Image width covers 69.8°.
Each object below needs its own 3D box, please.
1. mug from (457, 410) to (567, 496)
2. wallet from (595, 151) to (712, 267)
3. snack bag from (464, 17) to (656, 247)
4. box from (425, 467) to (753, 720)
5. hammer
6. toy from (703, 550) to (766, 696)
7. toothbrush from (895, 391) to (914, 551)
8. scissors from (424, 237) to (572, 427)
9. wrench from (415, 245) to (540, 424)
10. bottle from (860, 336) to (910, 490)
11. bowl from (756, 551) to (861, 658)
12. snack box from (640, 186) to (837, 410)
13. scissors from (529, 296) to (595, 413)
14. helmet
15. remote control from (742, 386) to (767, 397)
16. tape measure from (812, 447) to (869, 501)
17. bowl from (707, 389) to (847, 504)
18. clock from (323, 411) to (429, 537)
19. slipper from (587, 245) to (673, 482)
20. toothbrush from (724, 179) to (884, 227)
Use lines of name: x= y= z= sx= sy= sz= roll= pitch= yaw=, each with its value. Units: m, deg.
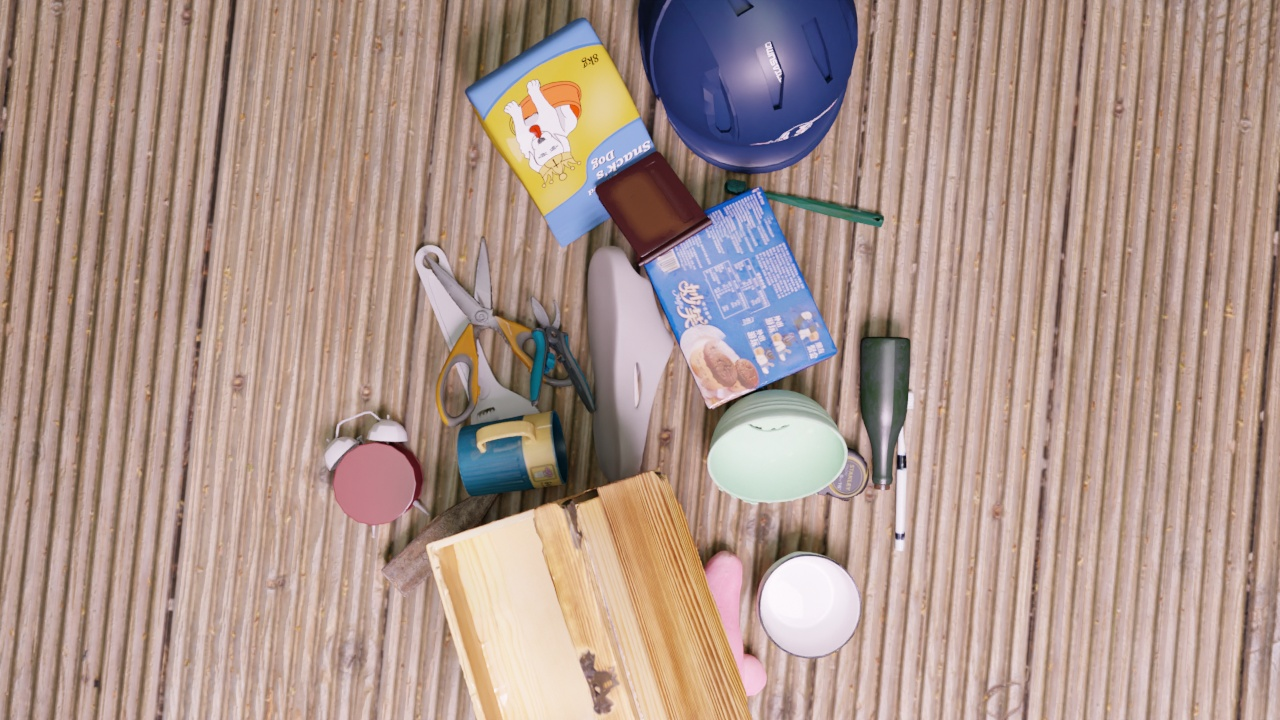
mug: x=-0.141 y=0.095 z=0.992 sx=0.107 sy=0.114 sz=0.083 roll=-8 pitch=64 yaw=4
wallet: x=0.011 y=-0.168 z=1.011 sx=0.091 sy=0.018 sz=0.115 roll=-31 pitch=64 yaw=-2
snack bag: x=-0.078 y=-0.252 z=1.033 sx=0.159 sy=0.102 sz=0.205 roll=-33 pitch=111 yaw=-1
box: x=-0.031 y=0.254 z=0.823 sx=0.284 sy=0.324 sz=0.279 roll=-18 pitch=82 yaw=-5
hammer: x=-0.134 y=0.292 z=1.045 sx=0.158 sy=0.037 sz=0.301 roll=-43 pitch=90 yaw=-1
toy: x=0.058 y=0.324 z=1.023 sx=0.192 sy=0.097 sz=0.236 roll=23 pitch=77 yaw=-5
toothbrush: x=0.306 y=0.128 z=1.065 sx=0.017 sy=0.012 sz=0.186 roll=2 pitch=89 yaw=-4
scissors: x=-0.164 y=-0.031 z=1.047 sx=0.216 sy=0.016 sz=0.225 roll=7 pitch=76 yaw=-13
wrench: x=-0.188 y=-0.009 z=1.060 sx=0.086 sy=0.018 sz=0.273 roll=-21 pitch=88 yaw=-1
bottle: x=0.277 y=0.060 z=1.045 sx=0.055 sy=0.055 sz=0.174 roll=1 pitch=90 yaw=-1
bowl: x=0.184 y=0.270 z=1.034 sx=0.116 sy=0.065 sz=0.116 roll=0 pitch=89 yaw=-1
snack box: x=0.105 y=-0.067 z=1.026 sx=0.155 sy=0.069 sz=0.202 roll=-24 pitch=83 yaw=1
scissors: x=-0.091 y=0.002 z=1.030 sx=0.124 sy=0.153 sz=0.019 roll=39 pitch=133 yaw=-23
helmet: x=0.129 y=-0.329 z=0.993 sx=0.232 sy=0.223 sz=0.272 roll=-28 pitch=126 yaw=-1
remote control: x=0.119 y=-0.017 z=1.066 sx=0.030 sy=0.009 sz=0.140 roll=-14 pitch=89 yaw=-1
tape measure: x=0.230 y=0.129 z=1.053 sx=0.061 sy=0.034 sz=0.061 roll=14 pitch=89 yaw=2
bowl: x=0.148 y=0.085 z=1.016 sx=0.151 sy=0.151 sz=0.076 roll=1 pitch=45 yaw=-1
clock: x=-0.299 y=0.127 z=1.040 sx=0.096 sy=0.048 sz=0.137 roll=-22 pitch=89 yaw=-1
slipper: x=-0.006 y=0.006 z=1.024 sx=0.080 sy=0.113 sz=0.266 roll=-4 pitch=95 yaw=-19
toothbrush: x=0.191 y=-0.184 z=1.067 sx=0.190 sy=0.017 sz=0.016 roll=13 pitch=89 yaw=0
